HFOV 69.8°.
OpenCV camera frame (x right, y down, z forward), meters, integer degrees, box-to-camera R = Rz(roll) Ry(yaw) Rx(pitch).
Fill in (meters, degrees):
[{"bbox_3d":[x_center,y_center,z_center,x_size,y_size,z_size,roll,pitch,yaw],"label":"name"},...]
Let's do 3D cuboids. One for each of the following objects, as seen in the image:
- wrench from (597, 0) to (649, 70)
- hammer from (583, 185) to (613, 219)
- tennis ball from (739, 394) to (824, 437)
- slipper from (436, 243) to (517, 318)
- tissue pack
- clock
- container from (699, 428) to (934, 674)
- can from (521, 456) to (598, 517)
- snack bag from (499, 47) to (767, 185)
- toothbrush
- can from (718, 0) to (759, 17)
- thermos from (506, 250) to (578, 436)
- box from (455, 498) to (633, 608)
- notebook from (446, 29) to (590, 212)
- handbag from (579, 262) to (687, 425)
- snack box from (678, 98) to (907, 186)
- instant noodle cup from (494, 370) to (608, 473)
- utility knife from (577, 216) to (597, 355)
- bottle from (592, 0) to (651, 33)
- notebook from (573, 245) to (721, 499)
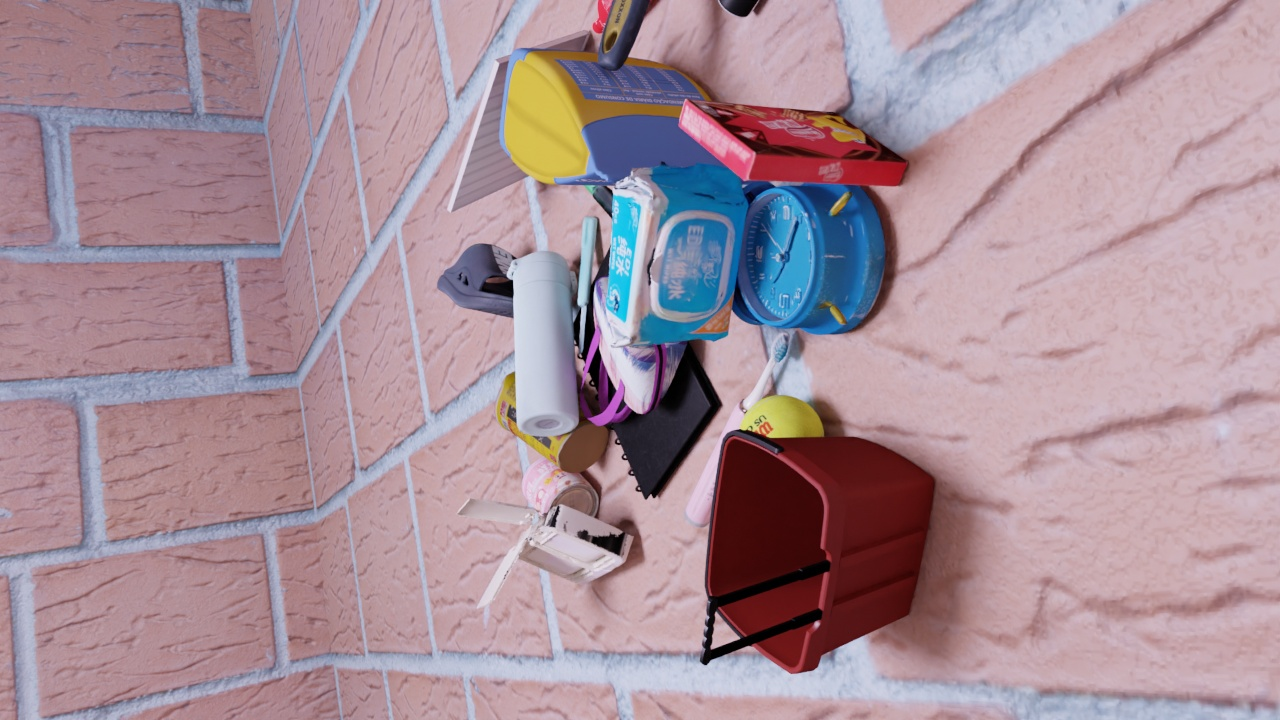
[{"bbox_3d":[0.017,-0.371,0.762,0.073,0.022,0.273,16,88,40],"label":"wrench"},{"bbox_3d":[-0.038,-0.166,0.914,0.032,0.130,0.318,-44,57,6],"label":"hammer"},{"bbox_3d":[0.109,0.059,0.709,0.065,0.065,0.065,14,106,58],"label":"tennis ball"},{"bbox_3d":[-0.184,-0.102,1.166,0.268,0.110,0.083,22,97,62],"label":"slipper"},{"bbox_3d":[0.026,-0.077,0.692,0.061,0.092,0.144,-137,48,-58],"label":"tissue pack"},{"bbox_3d":[0.112,-0.077,0.690,0.162,0.060,0.117,13,106,61],"label":"clock"},{"bbox_3d":[0.091,0.128,0.617,0.127,0.200,0.148,30,120,54],"label":"container"},{"bbox_3d":[-0.094,0.155,1.069,0.076,0.067,0.067,37,125,52],"label":"can"},{"bbox_3d":[-0.010,-0.190,0.784,0.205,0.158,0.102,46,132,45],"label":"snack bag"},{"bbox_3d":[0.083,0.064,0.791,0.026,0.027,0.223,-86,13,-52],"label":"toothbrush"},{"bbox_3d":[0.092,-0.309,0.716,0.081,0.031,0.031,-51,52,50],"label":"can"},{"bbox_3d":[-0.104,-0.023,1.000,0.065,0.078,0.206,122,147,-57],"label":"thermos"},{"bbox_3d":[-0.114,0.218,0.993,0.145,0.186,0.100,132,145,-57],"label":"box"},{"bbox_3d":[-0.137,-0.263,1.019,0.009,0.142,0.210,44,138,10],"label":"notebook"},{"bbox_3d":[-0.022,0.002,0.904,0.144,0.068,0.170,65,149,29],"label":"handbag"},{"bbox_3d":[0.103,-0.147,0.621,0.089,0.132,0.021,52,136,43],"label":"snack box"},{"bbox_3d":[-0.094,0.070,1.043,0.112,0.100,0.100,39,128,38],"label":"instant noodle cup"},{"bbox_3d":[-0.061,-0.083,0.995,0.022,0.015,0.158,-16,66,57],"label":"utility knife"},{"bbox_3d":[-0.009,-0.352,0.873,0.142,0.041,0.042,-22,75,59],"label":"bottle"},{"bbox_3d":[-0.005,0.005,0.944,0.231,0.019,0.170,64,143,31],"label":"notebook"}]
